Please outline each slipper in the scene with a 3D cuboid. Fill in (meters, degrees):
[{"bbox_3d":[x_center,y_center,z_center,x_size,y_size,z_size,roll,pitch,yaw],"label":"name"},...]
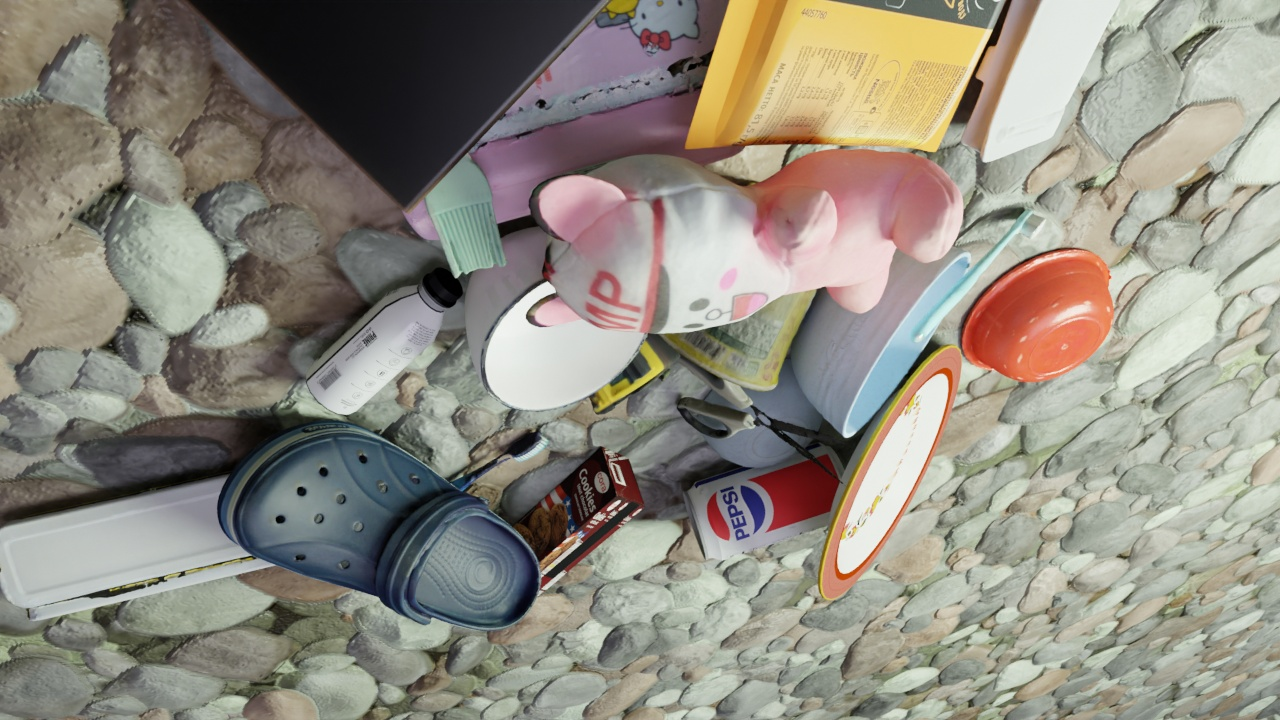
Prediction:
[{"bbox_3d":[-0.159,0.123,0.640,0.252,0.095,0.105,35,75,-38],"label":"slipper"}]

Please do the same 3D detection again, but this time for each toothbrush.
[{"bbox_3d":[0.231,-0.059,0.624,0.180,0.016,0.016,-38,151,-33],"label":"toothbrush"},{"bbox_3d":[-0.151,0.107,0.717,0.189,0.016,0.017,-32,146,11],"label":"toothbrush"}]

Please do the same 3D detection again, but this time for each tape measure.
[{"bbox_3d":[-0.004,0.004,0.632,0.063,0.067,0.038,-33,93,21],"label":"tape measure"}]

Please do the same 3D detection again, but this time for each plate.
[{"bbox_3d":[0.200,0.089,0.751,0.229,0.021,0.230,-38,143,-37],"label":"plate"}]

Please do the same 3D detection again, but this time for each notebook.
[{"bbox_3d":[-0.085,-0.186,0.396,0.209,0.008,0.141,-42,104,16],"label":"notebook"}]

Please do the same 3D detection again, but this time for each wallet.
[{"bbox_3d":[0.245,-0.184,0.565,0.086,0.032,0.116,-16,137,-27],"label":"wallet"}]

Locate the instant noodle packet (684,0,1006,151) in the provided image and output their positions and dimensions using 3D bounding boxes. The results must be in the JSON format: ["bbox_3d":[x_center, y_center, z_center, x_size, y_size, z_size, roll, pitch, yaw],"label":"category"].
[{"bbox_3d":[0.126,-0.183,0.472,0.220,0.032,0.160,-10,131,-39],"label":"instant noodle packet"}]

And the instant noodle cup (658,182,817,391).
[{"bbox_3d":[0.071,-0.051,0.592,0.102,0.102,0.108,16,115,-33],"label":"instant noodle cup"}]

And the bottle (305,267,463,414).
[{"bbox_3d":[-0.158,-0.014,0.574,0.116,0.041,0.041,-39,134,18],"label":"bottle"}]

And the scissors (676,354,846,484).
[{"bbox_3d":[0.071,0.035,0.658,0.012,0.158,0.169,-44,99,-24],"label":"scissors"}]

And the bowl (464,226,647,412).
[{"bbox_3d":[-0.057,-0.031,0.565,0.116,0.065,0.116,-22,142,-19],"label":"bowl"}]

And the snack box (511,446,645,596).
[{"bbox_3d":[-0.062,0.136,0.752,0.031,0.051,0.141,28,118,-39],"label":"snack box"}]

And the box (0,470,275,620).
[{"bbox_3d":[-0.335,0.127,0.663,0.210,0.080,0.084,-12,96,-10],"label":"box"}]

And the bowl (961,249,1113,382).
[{"bbox_3d":[0.331,-0.026,0.744,0.130,0.045,0.131,-11,136,-11],"label":"bowl"}]

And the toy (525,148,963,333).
[{"bbox_3d":[0.046,-0.062,0.473,0.213,0.084,0.142,-9,168,-11],"label":"toy"}]

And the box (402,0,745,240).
[{"bbox_3d":[-0.043,-0.146,0.492,0.201,0.103,0.101,-17,176,-5],"label":"box"}]

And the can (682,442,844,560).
[{"bbox_3d":[0.109,0.121,0.788,0.132,0.070,0.070,-17,137,-4],"label":"can"}]

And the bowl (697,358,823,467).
[{"bbox_3d":[0.102,0.050,0.737,0.106,0.039,0.106,-11,136,-11],"label":"bowl"}]

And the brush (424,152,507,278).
[{"bbox_3d":[-0.104,-0.144,0.426,0.033,0.012,0.218,-15,112,-6],"label":"brush"}]

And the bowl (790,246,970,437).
[{"bbox_3d":[0.154,-0.028,0.636,0.150,0.075,0.151,-45,157,-25],"label":"bowl"}]
